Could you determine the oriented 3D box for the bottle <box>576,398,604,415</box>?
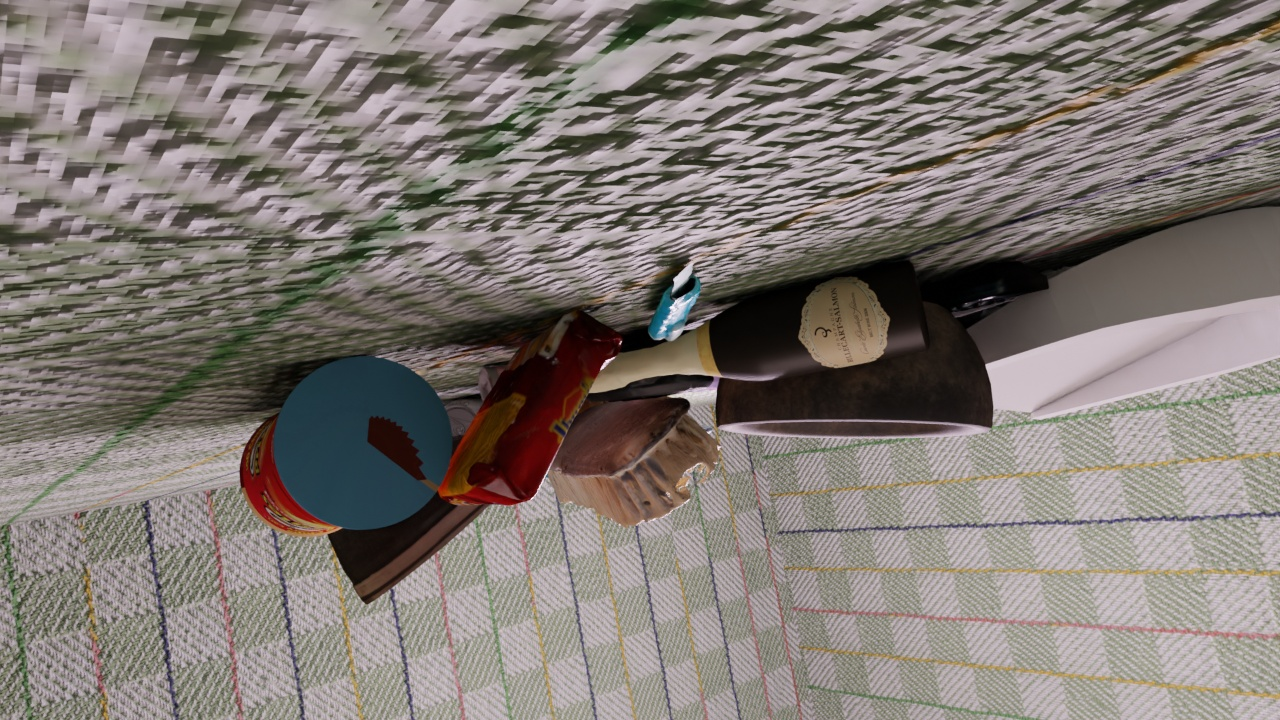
[{"bbox_3d":[-0.023,0.040,0.823,0.059,0.059,0.167,-9,175,-24],"label":"bottle"}]

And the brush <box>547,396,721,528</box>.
[{"bbox_3d":[-0.020,0.070,0.675,0.083,0.056,0.272,-39,-173,-17],"label":"brush"}]

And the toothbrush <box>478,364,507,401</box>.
[{"bbox_3d":[-0.004,0.004,0.634,0.222,0.026,0.027,-8,153,-30],"label":"toothbrush"}]

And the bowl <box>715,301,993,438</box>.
[{"bbox_3d":[0.127,0.007,0.555,0.162,0.070,0.162,1,172,0],"label":"bowl"}]

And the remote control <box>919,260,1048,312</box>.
[{"bbox_3d":[0.184,-0.039,0.586,0.047,0.022,0.150,-9,177,-26],"label":"remote control"}]

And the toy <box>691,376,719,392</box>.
[{"bbox_3d":[0.071,0.004,0.745,0.100,0.036,0.080,-15,173,32],"label":"toy"}]

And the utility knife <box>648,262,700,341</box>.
[{"bbox_3d":[0.018,-0.026,0.403,0.022,0.015,0.141,-34,176,-7],"label":"utility knife"}]

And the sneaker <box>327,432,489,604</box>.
[{"bbox_3d":[-0.156,0.066,0.720,0.234,0.120,0.095,-40,-176,-15],"label":"sneaker"}]

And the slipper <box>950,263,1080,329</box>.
[{"bbox_3d":[0.317,-0.035,0.682,0.263,0.063,0.111,-10,176,-36],"label":"slipper"}]

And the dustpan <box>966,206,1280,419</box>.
[{"bbox_3d":[0.310,-0.002,0.594,0.191,0.053,0.259,6,151,-30],"label":"dustpan"}]

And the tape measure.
[{"bbox_3d":[0.007,0.003,0.558,0.072,0.042,0.072,-2,170,-38],"label":"tape measure"}]

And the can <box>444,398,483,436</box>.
[{"bbox_3d":[-0.147,0.062,0.844,0.055,0.055,0.101,-12,175,14],"label":"can"}]

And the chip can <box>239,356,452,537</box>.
[{"bbox_3d":[-0.174,0.056,0.519,0.087,0.087,0.214,-8,174,-28],"label":"chip can"}]

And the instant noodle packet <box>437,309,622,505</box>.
[{"bbox_3d":[-0.059,0.029,0.455,0.039,0.098,0.136,37,161,-10],"label":"instant noodle packet"}]

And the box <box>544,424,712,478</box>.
[{"bbox_3d":[-0.062,0.076,0.963,0.227,0.039,0.181,8,-162,35],"label":"box"}]

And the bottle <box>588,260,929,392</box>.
[{"bbox_3d":[0.052,-0.009,0.479,0.185,0.045,0.045,-12,175,20],"label":"bottle"}]
